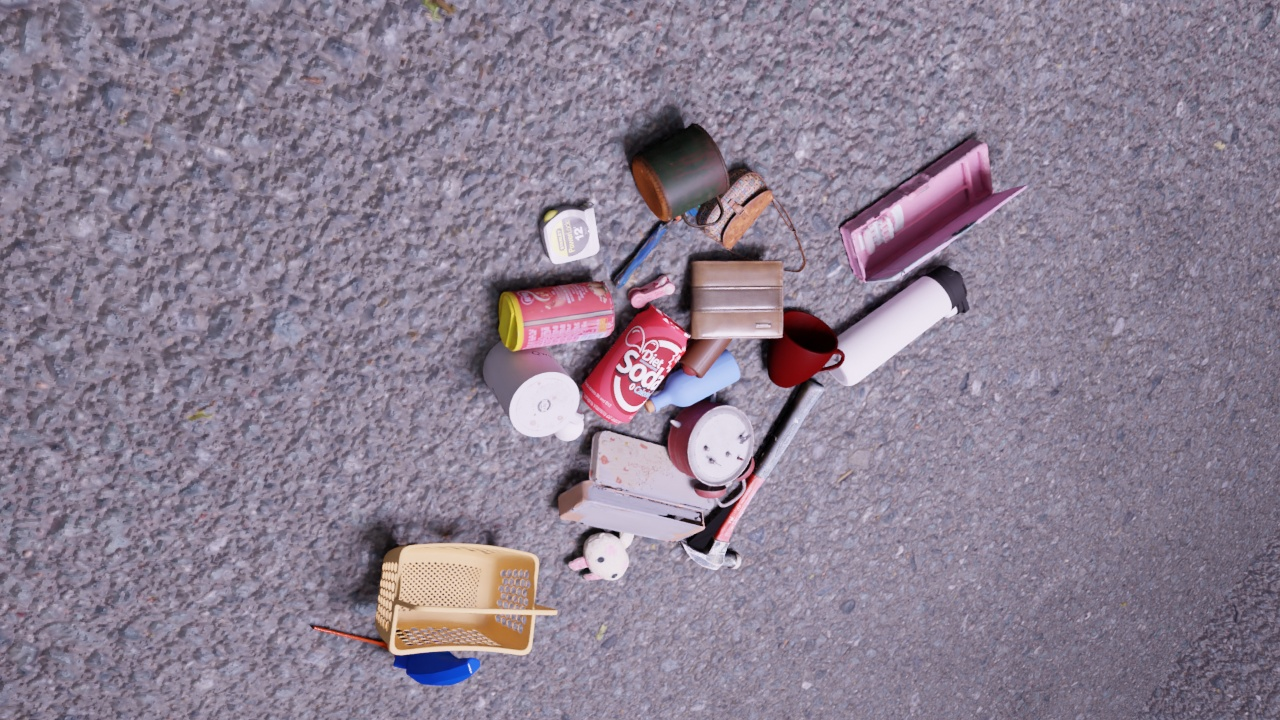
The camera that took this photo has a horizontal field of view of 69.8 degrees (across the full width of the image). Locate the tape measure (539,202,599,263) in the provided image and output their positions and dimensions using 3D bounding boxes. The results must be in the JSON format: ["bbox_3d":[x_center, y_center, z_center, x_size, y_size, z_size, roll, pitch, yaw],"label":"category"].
[{"bbox_3d":[-0.079,-0.144,1.035,0.065,0.017,0.064,-20,125,-18],"label":"tape measure"}]

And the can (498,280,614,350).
[{"bbox_3d":[-0.096,-0.052,1.048,0.124,0.066,0.067,-9,121,-24],"label":"can"}]

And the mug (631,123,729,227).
[{"bbox_3d":[0.049,-0.196,1.026,0.081,0.085,0.111,-29,104,-9],"label":"mug"}]

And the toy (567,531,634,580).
[{"bbox_3d":[-0.046,0.271,1.283,0.112,0.050,0.087,-32,128,-4],"label":"toy"}]

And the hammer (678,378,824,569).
[{"bbox_3d":[0.166,0.166,1.345,0.140,0.036,0.326,19,106,-37],"label":"hammer"}]

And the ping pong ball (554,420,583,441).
[{"bbox_3d":[-0.091,0.080,1.146,0.040,0.040,0.040,-14,123,-22],"label":"ping pong ball"}]

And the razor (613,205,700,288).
[{"bbox_3d":[0.015,-0.141,1.088,0.141,0.018,0.044,-46,165,5],"label":"razor"}]

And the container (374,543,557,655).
[{"bbox_3d":[-0.211,0.286,1.104,0.183,0.167,0.129,12,78,-33],"label":"container"}]

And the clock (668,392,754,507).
[{"bbox_3d":[0.106,0.129,1.244,0.109,0.062,0.157,-33,114,-24],"label":"clock"}]

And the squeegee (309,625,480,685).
[{"bbox_3d":[-0.263,0.377,1.148,0.249,0.185,0.055,30,60,-38],"label":"squeegee"}]

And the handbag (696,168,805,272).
[{"bbox_3d":[0.155,-0.156,1.148,0.093,0.043,0.195,-50,132,7],"label":"handbag"}]

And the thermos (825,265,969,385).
[{"bbox_3d":[0.370,-0.044,1.315,0.229,0.068,0.101,-35,137,-8],"label":"thermos"}]

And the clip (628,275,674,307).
[{"bbox_3d":[0.012,-0.087,1.121,0.060,0.043,0.023,-14,124,12],"label":"clip"}]

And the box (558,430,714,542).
[{"bbox_3d":[-0.002,0.174,1.254,0.217,0.095,0.115,20,137,-36],"label":"box"}]

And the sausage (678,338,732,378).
[{"bbox_3d":[0.105,-0.043,1.172,0.155,0.040,0.040,-52,129,-7],"label":"sausage"}]

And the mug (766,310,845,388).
[{"bbox_3d":[0.221,-0.004,1.243,0.114,0.087,0.089,12,130,-15],"label":"mug"}]

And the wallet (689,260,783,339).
[{"bbox_3d":[0.120,-0.076,1.142,0.121,0.027,0.098,-1,92,-12],"label":"wallet"}]

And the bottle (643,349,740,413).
[{"bbox_3d":[0.064,0.032,1.199,0.131,0.048,0.048,-27,127,-13],"label":"bottle"}]

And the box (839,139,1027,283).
[{"bbox_3d":[0.394,-0.186,1.216,0.232,0.107,0.099,-33,127,-9],"label":"box"}]

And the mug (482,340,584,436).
[{"bbox_3d":[-0.116,0.036,1.070,0.119,0.096,0.083,35,97,-39],"label":"mug"}]

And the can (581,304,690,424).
[{"bbox_3d":[-0.007,0.007,1.127,0.074,0.074,0.142,33,99,-38],"label":"can"}]
